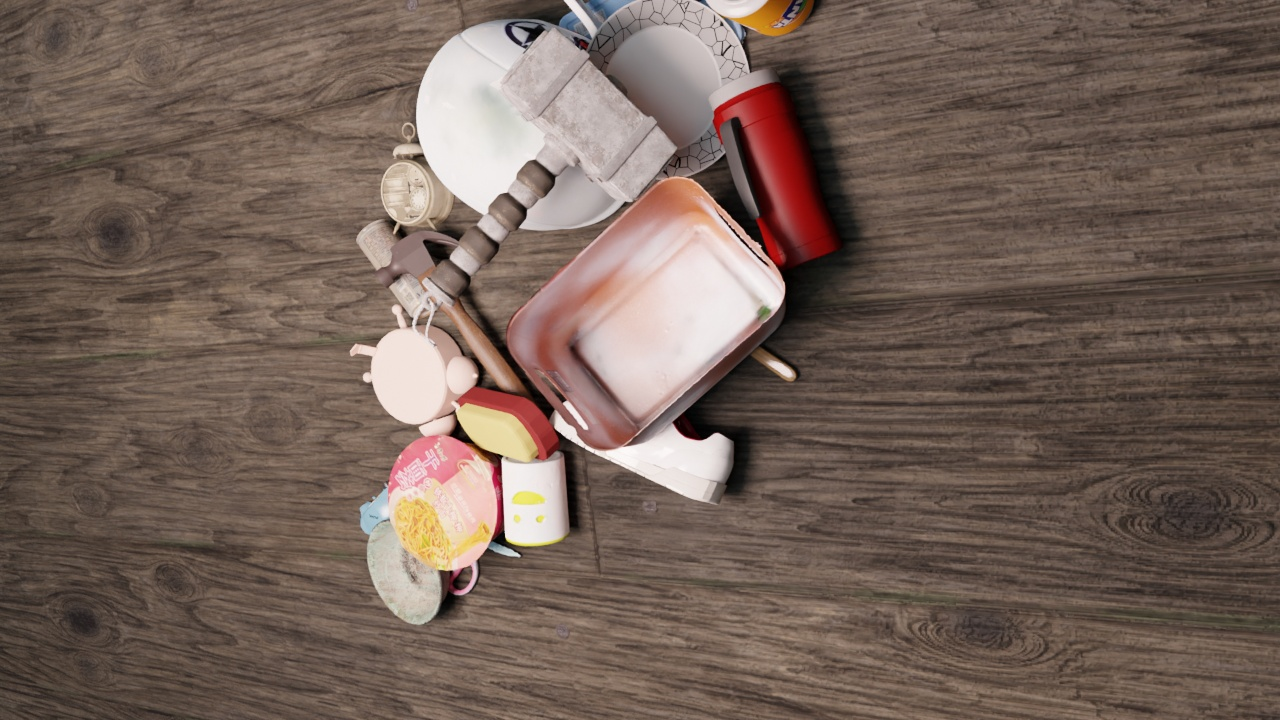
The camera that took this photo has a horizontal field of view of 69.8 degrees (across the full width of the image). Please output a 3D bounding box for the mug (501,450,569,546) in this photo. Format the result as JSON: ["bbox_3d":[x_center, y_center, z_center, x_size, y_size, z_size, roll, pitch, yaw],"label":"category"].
[{"bbox_3d":[-0.135,0.174,1.176,0.083,0.082,0.106,1,99,27],"label":"mug"}]

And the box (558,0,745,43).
[{"bbox_3d":[0.008,-0.371,1.034,0.209,0.020,0.125,-19,90,29],"label":"box"}]

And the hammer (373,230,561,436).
[{"bbox_3d":[-0.208,-0.027,1.184,0.115,0.033,0.323,-37,90,-8],"label":"hammer"}]

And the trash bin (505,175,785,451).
[{"bbox_3d":[0.017,-0.042,0.981,0.260,0.157,0.181,-43,78,7],"label":"trash bin"}]

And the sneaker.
[{"bbox_3d":[0.007,0.079,1.093,0.237,0.090,0.104,22,88,30],"label":"sneaker"}]

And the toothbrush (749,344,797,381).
[{"bbox_3d":[0.109,-0.027,1.050,0.167,0.016,0.016,36,112,16],"label":"toothbrush"}]

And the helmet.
[{"bbox_3d":[-0.139,-0.259,1.040,0.264,0.163,0.237,39,120,9],"label":"helmet"}]

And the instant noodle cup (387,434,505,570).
[{"bbox_3d":[-0.244,0.184,1.230,0.179,0.077,0.178,2,94,26],"label":"instant noodle cup"}]

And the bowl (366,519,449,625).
[{"bbox_3d":[-0.325,0.296,1.312,0.158,0.038,0.157,11,108,34],"label":"bowl"}]

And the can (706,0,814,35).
[{"bbox_3d":[0.120,-0.370,0.907,0.079,0.142,0.079,5,102,26],"label":"can"}]

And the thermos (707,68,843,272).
[{"bbox_3d":[0.134,-0.194,0.955,0.084,0.107,0.198,-20,92,46],"label":"thermos"}]

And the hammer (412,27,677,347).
[{"bbox_3d":[-0.129,-0.157,0.926,0.177,0.079,0.326,41,89,-18],"label":"hammer"}]

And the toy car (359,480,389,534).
[{"bbox_3d":[-0.375,0.219,1.339,0.108,0.027,0.060,-44,79,27],"label":"toy car"}]

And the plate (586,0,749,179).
[{"bbox_3d":[0.026,-0.292,0.989,0.188,0.016,0.189,-3,106,-12],"label":"plate"}]

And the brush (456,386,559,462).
[{"bbox_3d":[-0.174,0.084,1.155,0.174,0.041,0.082,8,133,50],"label":"brush"}]

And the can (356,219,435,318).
[{"bbox_3d":[-0.322,-0.122,1.233,0.054,0.054,0.135,-43,79,27],"label":"can"}]

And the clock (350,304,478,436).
[{"bbox_3d":[-0.305,0.022,1.240,0.160,0.086,0.131,35,113,11],"label":"clock"}]

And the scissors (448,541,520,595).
[{"bbox_3d":[-0.247,0.248,1.287,0.173,0.013,0.171,43,116,14],"label":"scissors"}]

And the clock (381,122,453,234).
[{"bbox_3d":[-0.298,-0.238,1.199,0.093,0.054,0.141,1,102,27],"label":"clock"}]

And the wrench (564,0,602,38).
[{"bbox_3d":[-0.087,-0.419,1.032,0.018,0.066,0.273,-44,76,27],"label":"wrench"}]
